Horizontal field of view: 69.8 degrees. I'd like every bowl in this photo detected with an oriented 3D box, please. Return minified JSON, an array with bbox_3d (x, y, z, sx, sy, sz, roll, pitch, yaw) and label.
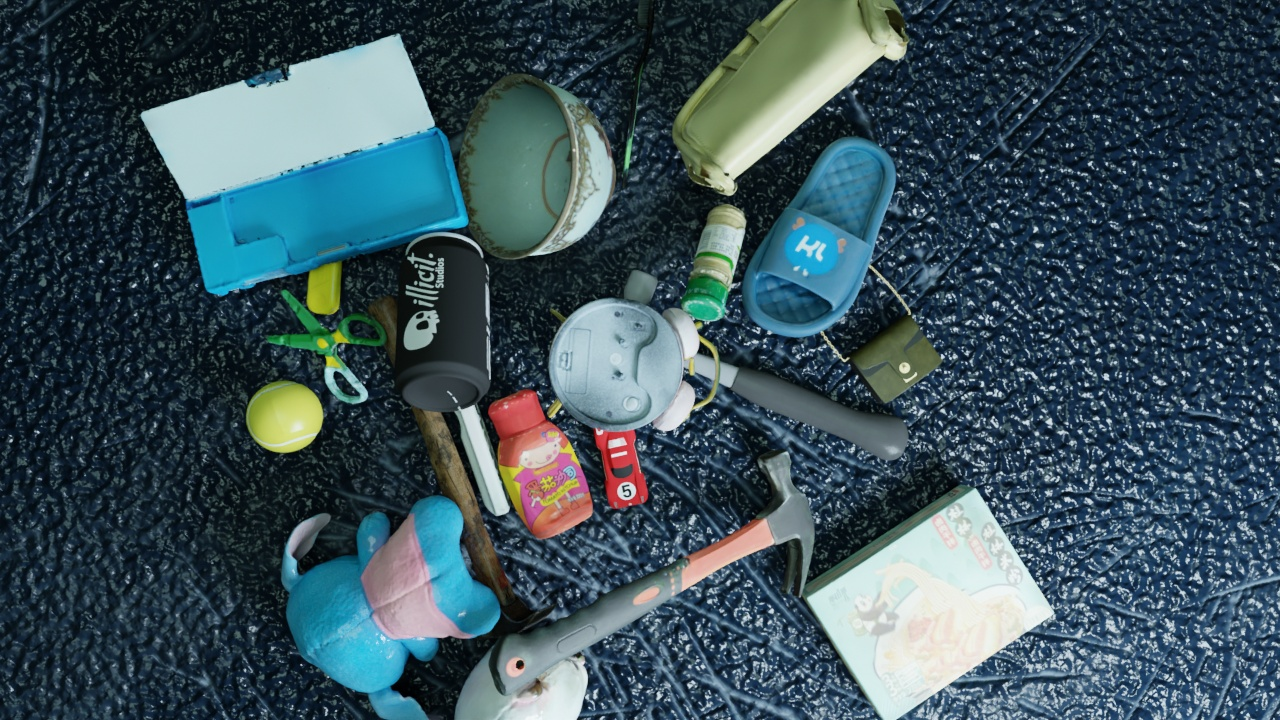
[{"bbox_3d":[-0.080,-0.168,0.825,0.093,0.160,0.160,-3,90,-47],"label":"bowl"}]

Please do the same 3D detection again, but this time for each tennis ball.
[{"bbox_3d":[-0.324,0.051,0.835,0.065,0.065,0.065,0,90,-3],"label":"tennis ball"}]

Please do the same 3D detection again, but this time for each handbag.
[{"bbox_3d":[0.126,-0.248,0.813,0.233,0.190,0.088,-40,109,10],"label":"handbag"},{"bbox_3d":[0.210,-0.049,0.888,0.084,0.027,0.178,-36,88,-3],"label":"handbag"}]

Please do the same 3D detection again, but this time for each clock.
[{"bbox_3d":[-0.005,0.005,0.825,0.158,0.059,0.117,3,90,-5],"label":"clock"}]

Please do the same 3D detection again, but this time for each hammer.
[{"bbox_3d":[0.019,0.199,0.813,0.332,0.033,0.133,-21,95,-25],"label":"hammer"},{"bbox_3d":[0.109,0.028,0.879,0.311,0.029,0.125,22,88,-3],"label":"hammer"},{"bbox_3d":[-0.173,0.092,0.836,0.033,0.120,0.330,-19,84,-43],"label":"hammer"}]

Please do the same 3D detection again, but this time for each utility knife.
[{"bbox_3d":[-0.292,-0.130,0.860,0.029,0.020,0.174,5,91,-1],"label":"utility knife"}]

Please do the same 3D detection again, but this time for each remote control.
[{"bbox_3d":[-0.151,0.079,0.852,0.022,0.050,0.133,-19,91,-5],"label":"remote control"}]

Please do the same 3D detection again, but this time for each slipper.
[{"bbox_3d":[0.176,-0.117,0.861,0.104,0.059,0.213,30,81,3],"label":"slipper"}]

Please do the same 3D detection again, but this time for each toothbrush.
[{"bbox_3d":[-0.006,-0.257,0.880,0.017,0.014,0.188,8,89,10],"label":"toothbrush"}]

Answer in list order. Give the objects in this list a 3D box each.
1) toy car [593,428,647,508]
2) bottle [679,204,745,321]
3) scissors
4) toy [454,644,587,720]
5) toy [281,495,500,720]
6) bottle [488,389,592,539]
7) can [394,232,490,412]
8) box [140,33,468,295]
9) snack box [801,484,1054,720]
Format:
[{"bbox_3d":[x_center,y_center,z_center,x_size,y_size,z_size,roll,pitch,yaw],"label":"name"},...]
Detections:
[{"bbox_3d":[-0.019,0.095,0.872,0.038,0.025,0.089,-12,90,-3],"label":"toy car"},{"bbox_3d":[0.069,-0.092,0.856,0.042,0.043,0.109,18,68,-3],"label":"bottle"},{"bbox_3d":[-0.291,-0.010,0.853,0.127,0.011,0.123,2,109,15],"label":"scissors"},{"bbox_3d":[-0.124,0.329,0.819,0.101,0.138,0.180,36,99,17],"label":"toy"},{"bbox_3d":[-0.217,0.225,0.814,0.192,0.098,0.224,-29,91,16],"label":"toy"},{"bbox_3d":[-0.096,0.094,0.852,0.071,0.049,0.134,-24,90,-37],"label":"bottle"},{"bbox_3d":[-0.174,-0.034,0.810,0.080,0.080,0.145,-4,61,-3],"label":"can"},{"bbox_3d":[-0.294,-0.171,0.824,0.243,0.059,0.175,-15,104,3],"label":"box"},{"bbox_3d":[0.272,0.230,0.878,0.193,0.044,0.141,-32,90,-2],"label":"snack box"}]
